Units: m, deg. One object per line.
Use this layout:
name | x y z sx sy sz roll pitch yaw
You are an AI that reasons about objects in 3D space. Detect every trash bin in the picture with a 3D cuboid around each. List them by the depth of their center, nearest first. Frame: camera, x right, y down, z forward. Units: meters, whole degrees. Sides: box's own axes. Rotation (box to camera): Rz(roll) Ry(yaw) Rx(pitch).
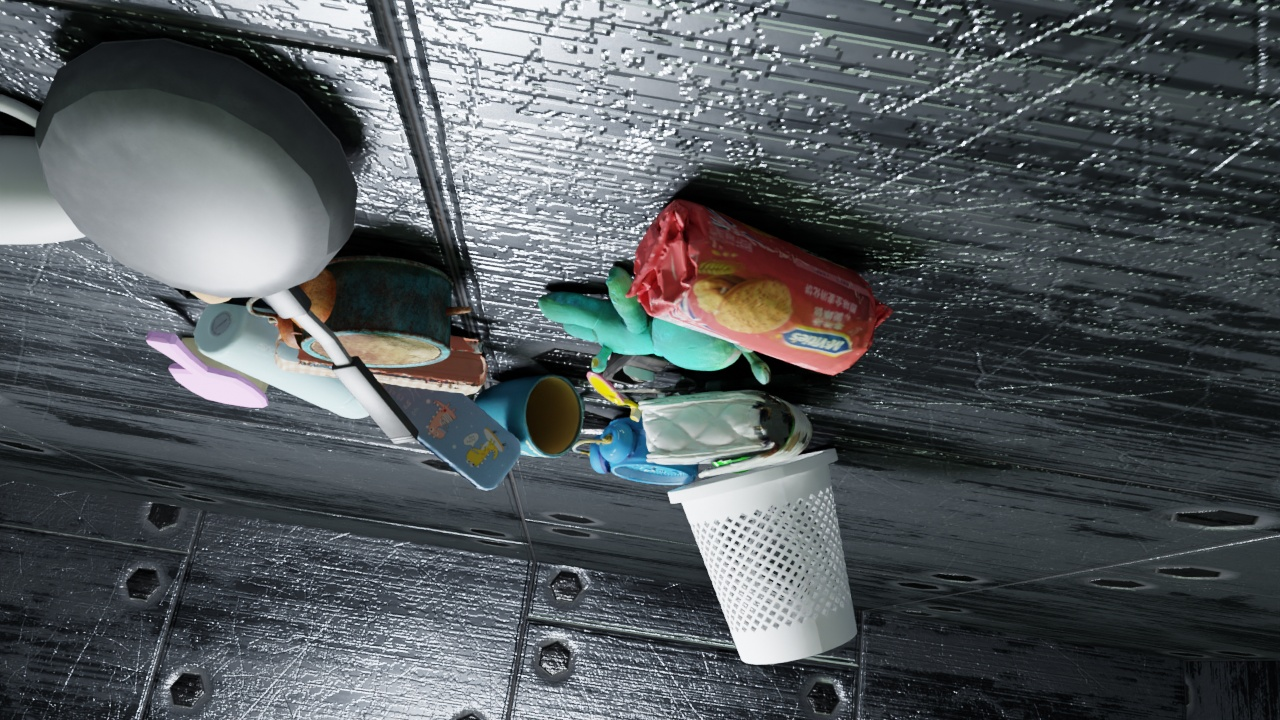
trash bin | 0.151 0.220 1.033 0.195 0.199 0.195 -15 174 -2

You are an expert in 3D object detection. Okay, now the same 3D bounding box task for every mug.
mug | -0.396 -0.126 0.595 0.089 0.071 0.107 0 134 -2
mug | -0.115 0.056 0.979 0.104 0.084 0.112 -4 -173 43

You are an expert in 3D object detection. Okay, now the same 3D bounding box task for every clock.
clock | -0.225 -0.044 0.724 0.157 0.073 0.121 5 165 -28
clock | 0.000 0.105 1.076 0.161 0.060 0.117 9 162 -11

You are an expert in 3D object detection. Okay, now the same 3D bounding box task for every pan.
pan | -0.237 -0.044 0.606 0.179 0.041 0.358 -9 140 13

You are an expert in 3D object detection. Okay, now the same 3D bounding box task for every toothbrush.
toothbrush | -0.025 0.038 0.965 0.021 0.016 0.135 5 162 25

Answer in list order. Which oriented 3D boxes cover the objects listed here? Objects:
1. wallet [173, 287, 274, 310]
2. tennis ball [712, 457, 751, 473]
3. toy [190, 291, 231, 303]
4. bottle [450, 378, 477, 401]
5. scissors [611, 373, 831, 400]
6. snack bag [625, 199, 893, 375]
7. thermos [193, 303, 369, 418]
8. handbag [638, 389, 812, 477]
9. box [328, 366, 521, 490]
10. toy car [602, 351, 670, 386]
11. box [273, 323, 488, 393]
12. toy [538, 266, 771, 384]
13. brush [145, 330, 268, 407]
wallet | -0.358 -0.074 0.766 0.089 0.026 0.115 8 162 1
tennis ball | 0.101 0.088 0.978 0.065 0.065 0.065 8 161 2
toy | -0.309 -0.077 0.662 0.085 0.074 0.106 14 151 -33
bottle | -0.212 0.034 0.965 0.061 0.061 0.132 24 156 -33
scissors | 0.073 0.028 0.871 0.202 0.015 0.202 -2 173 2
snack bag | 0.074 -0.045 0.598 0.176 0.082 0.082 18 159 -27
thermos | -0.341 0.002 0.921 0.078 0.065 0.207 20 169 31
handbag | 0.084 0.069 0.852 0.139 0.072 0.194 -6 173 16
box | -0.204 0.043 0.876 0.209 0.065 0.037 42 154 -15
toy car | -0.005 0.005 0.826 0.040 0.037 0.092 15 160 -17
box | -0.231 -0.012 0.822 0.187 0.085 0.049 10 137 -24
toy | 0.011 -0.020 0.711 0.194 0.072 0.130 9 164 29
brush | -0.475 0.000 1.006 0.089 0.043 0.229 9 161 -1
